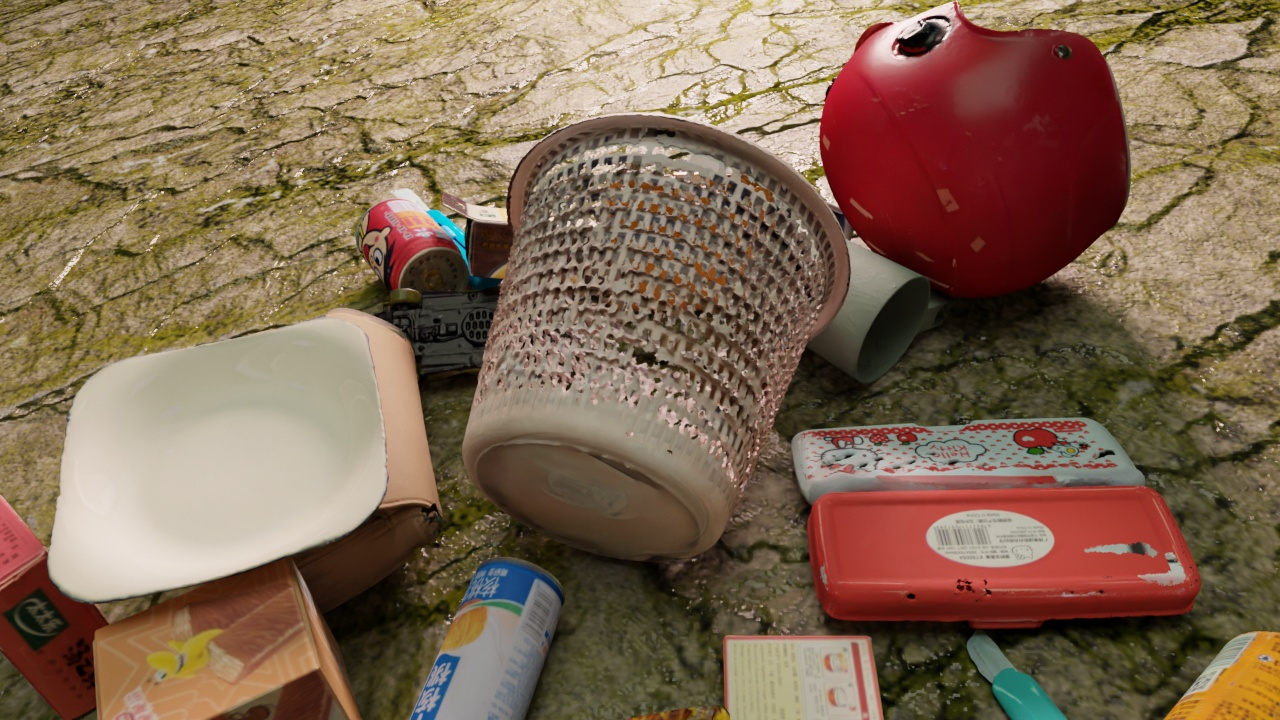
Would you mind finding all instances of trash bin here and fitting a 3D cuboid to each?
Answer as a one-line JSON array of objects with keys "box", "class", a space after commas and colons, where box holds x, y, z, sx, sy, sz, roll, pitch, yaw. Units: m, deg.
[{"box": [-0.003, 0.002, 0.545, 0.228, 0.228, 0.191, 8, 56, 16], "class": "trash bin"}]

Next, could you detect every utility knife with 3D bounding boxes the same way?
[{"box": [-0.180, -0.116, 0.829, 0.034, 0.018, 0.208, -28, 44, -22], "class": "utility knife"}, {"box": [0.209, 0.197, 0.429, 0.029, 0.013, 0.178, -14, 38, -13], "class": "utility knife"}]

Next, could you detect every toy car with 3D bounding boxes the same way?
[{"box": [-0.129, -0.018, 0.685, 0.158, 0.042, 0.070, -4, 69, 4], "class": "toy car"}]

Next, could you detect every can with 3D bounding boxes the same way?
[{"box": [-0.188, -0.086, 0.758, 0.066, 0.067, 0.094, -27, 45, -22], "class": "can"}, {"box": [-0.082, 0.169, 0.465, 0.053, 0.053, 0.134, 6, 43, 13], "class": "can"}, {"box": [0.252, 0.177, 0.395, 0.145, 0.058, 0.058, -24, 44, -32], "class": "can"}]

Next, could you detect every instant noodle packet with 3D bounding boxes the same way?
[{"box": [-0.009, 0.219, 0.394, 0.111, 0.044, 0.128, -19, 38, 15], "class": "instant noodle packet"}]

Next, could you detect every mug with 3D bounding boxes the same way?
[{"box": [0.152, -0.048, 0.666, 0.103, 0.084, 0.123, 35, 33, 32], "class": "mug"}]

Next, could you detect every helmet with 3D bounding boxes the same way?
[{"box": [0.218, -0.138, 0.678, 0.240, 0.207, 0.143, 31, 70, 38], "class": "helmet"}]

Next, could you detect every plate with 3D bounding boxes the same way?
[{"box": [-0.218, 0.052, 0.489, 0.164, 0.034, 0.163, -13, 48, -11], "class": "plate"}]

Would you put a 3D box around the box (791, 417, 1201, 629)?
[{"box": [0.196, 0.084, 0.537, 0.201, 0.050, 0.160, -2, 37, 3], "class": "box"}]

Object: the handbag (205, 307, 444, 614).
[{"box": [-0.208, 0.054, 0.574, 0.147, 0.100, 0.204, -18, 48, -5], "class": "handbag"}]

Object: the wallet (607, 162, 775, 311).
[{"box": [0.039, -0.098, 0.714, 0.130, 0.119, 0.035, -1, 3, -2], "class": "wallet"}]

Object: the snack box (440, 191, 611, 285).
[{"box": [-0.093, -0.096, 0.718, 0.125, 0.053, 0.113, 3, 14, -12], "class": "snack box"}]

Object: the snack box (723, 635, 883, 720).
[{"box": [0.079, 0.202, 0.428, 0.077, 0.027, 0.155, -2, 41, 6], "class": "snack box"}]

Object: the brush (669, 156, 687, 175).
[{"box": [0.031, -0.121, 0.774, 0.145, 0.063, 0.073, -32, 50, -25], "class": "brush"}]

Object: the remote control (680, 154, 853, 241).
[{"box": [0.102, -0.124, 0.750, 0.150, 0.021, 0.058, 22, 64, -2], "class": "remote control"}]

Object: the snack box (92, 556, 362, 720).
[{"box": [-0.198, 0.167, 0.452, 0.094, 0.093, 0.077, -22, 44, -18], "class": "snack box"}]

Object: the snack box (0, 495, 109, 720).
[{"box": [-0.330, 0.130, 0.494, 0.127, 0.113, 0.044, 27, 49, 32], "class": "snack box"}]
